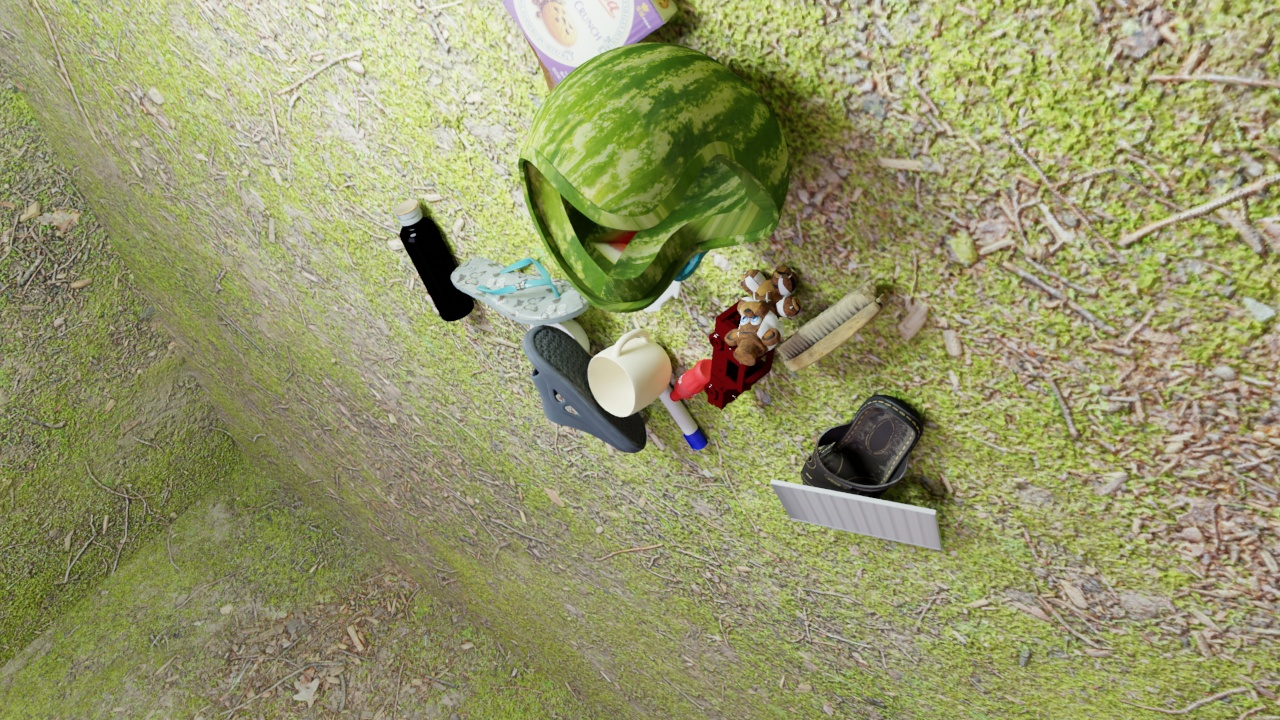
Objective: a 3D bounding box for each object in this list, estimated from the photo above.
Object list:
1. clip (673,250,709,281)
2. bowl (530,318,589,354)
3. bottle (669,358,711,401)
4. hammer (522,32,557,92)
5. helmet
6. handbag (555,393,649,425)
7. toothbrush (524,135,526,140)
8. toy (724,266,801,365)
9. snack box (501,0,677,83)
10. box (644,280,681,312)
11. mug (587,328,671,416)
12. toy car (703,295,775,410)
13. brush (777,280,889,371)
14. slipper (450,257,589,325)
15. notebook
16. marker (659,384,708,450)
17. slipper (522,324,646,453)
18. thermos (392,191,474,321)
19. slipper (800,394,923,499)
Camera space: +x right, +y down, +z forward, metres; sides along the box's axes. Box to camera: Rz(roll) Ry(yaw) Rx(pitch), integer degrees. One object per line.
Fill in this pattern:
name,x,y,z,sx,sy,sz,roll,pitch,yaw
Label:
clip,0.068,-0.127,1.044,0.028,0.126,0.114,23,134,30
bowl,-0.116,-0.036,1.433,0.110,0.040,0.110,28,145,21
bottle,0.072,0.033,1.311,0.036,0.036,0.119,44,149,-2
hammer,-0.096,-0.323,1.078,0.115,0.033,0.323,14,139,41
helmet,0.013,-0.196,0.909,0.243,0.246,0.213,55,164,20
handbag,-0.081,0.060,1.505,0.186,0.046,0.124,1,131,48
toothbrush,-0.109,-0.253,1.163,0.135,0.016,0.021,46,168,34
toy,0.141,-0.050,1.069,0.087,0.112,0.067,1,142,47
snack box,-0.061,-0.372,0.930,0.148,0.040,0.143,-23,112,38
box,-0.021,-0.122,1.181,0.166,0.083,0.092,40,166,2
mug,-0.008,0.008,1.311,0.096,0.099,0.120,27,130,35
toy car,0.128,0.000,1.176,0.062,0.070,0.170,40,151,28
brush,0.216,-0.035,1.049,0.043,0.059,0.196,53,151,4
slipper,-0.194,-0.115,1.372,0.269,0.098,0.055,19,142,36
notebook,0.288,0.206,1.220,0.210,0.009,0.142,8,155,26
marker,0.057,0.080,1.394,0.027,0.023,0.133,-17,116,40
slipper,-0.096,0.052,1.371,0.083,0.110,0.268,-30,123,24
thermos,-0.345,-0.172,1.505,0.061,0.061,0.231,15,139,38
slipper,0.272,0.134,1.172,0.113,0.075,0.269,37,148,10
